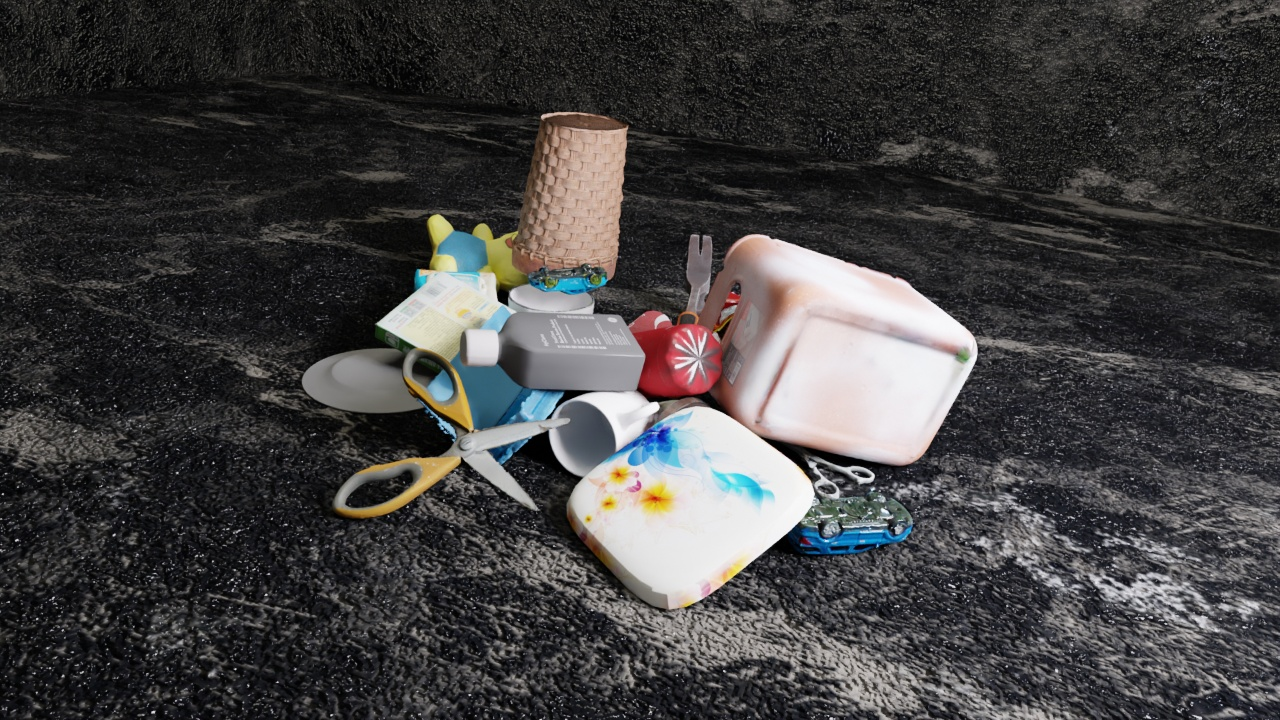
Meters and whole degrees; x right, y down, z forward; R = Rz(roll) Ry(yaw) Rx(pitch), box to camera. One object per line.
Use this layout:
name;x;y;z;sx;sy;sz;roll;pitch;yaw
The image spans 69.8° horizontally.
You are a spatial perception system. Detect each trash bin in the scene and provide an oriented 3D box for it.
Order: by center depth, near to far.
trash bin;0.209;-0.005;0.995;0.259;0.182;0.157;14;21;-24
trash bin;-0.097;-0.227;1.273;0.151;0.210;0.151;7;25;-3

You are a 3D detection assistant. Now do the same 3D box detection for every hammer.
hammer;0.064;-0.054;1.225;0.035;0.138;0.313;7;31;6

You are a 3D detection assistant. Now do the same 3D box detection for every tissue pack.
tissue pack;-0.250;-0.074;1.240;0.117;0.066;0.209;2;22;-13

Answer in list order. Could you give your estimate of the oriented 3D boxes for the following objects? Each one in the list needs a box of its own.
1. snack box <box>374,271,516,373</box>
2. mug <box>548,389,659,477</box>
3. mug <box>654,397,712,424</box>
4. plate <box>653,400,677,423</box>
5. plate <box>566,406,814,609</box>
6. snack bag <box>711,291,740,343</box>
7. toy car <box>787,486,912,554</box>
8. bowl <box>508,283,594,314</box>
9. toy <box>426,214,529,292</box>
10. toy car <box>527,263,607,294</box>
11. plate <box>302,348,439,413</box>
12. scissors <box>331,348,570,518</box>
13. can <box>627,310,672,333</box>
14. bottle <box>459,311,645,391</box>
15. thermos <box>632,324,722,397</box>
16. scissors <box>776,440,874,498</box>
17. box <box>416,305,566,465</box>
snack box;-0.209;-0.031;1.101;0.168;0.027;0.131;29;43;9
mug;-0.023;0.063;0.930;0.114;0.081;0.087;-25;-2;32
mug;0.085;0.096;0.917;0.115;0.080;0.107;6;19;-41
plate;0.046;0.067;1.031;0.104;0.026;0.104;5;24;-2
plate;0.038;0.118;0.814;0.186;0.016;0.187;-34;42;-18
snack bag;0.166;-0.058;1.313;0.139;0.067;0.207;15;22;7
toy car;0.190;0.151;0.848;0.120;0.044;0.056;-2;24;-15
bowl;-0.120;-0.056;1.224;0.116;0.066;0.116;5;23;-2
toy;-0.217;-0.151;1.401;0.213;0.084;0.148;0;45;-14
toy car;-0.097;-0.106;1.219;0.105;0.032;0.048;-5;25;-12
plate;-0.302;0.017;1.076;0.178;0.012;0.178;5;23;-2
scissors;-0.180;0.069;0.852;0.225;0.016;0.229;-18;55;-7
can;0.004;-0.028;1.208;0.054;0.054;0.096;14;24;17
bottle;-0.091;-0.010;0.916;0.173;0.046;0.083;1;32;-23
thermos;-0.006;0.006;1.018;0.073;0.073;0.240;-10;2;-33
scissors;0.176;0.110;0.980;0.142;0.014;0.146;18;26;20
box;-0.133;0.002;0.980;0.112;0.094;0.230;45;31;-9
